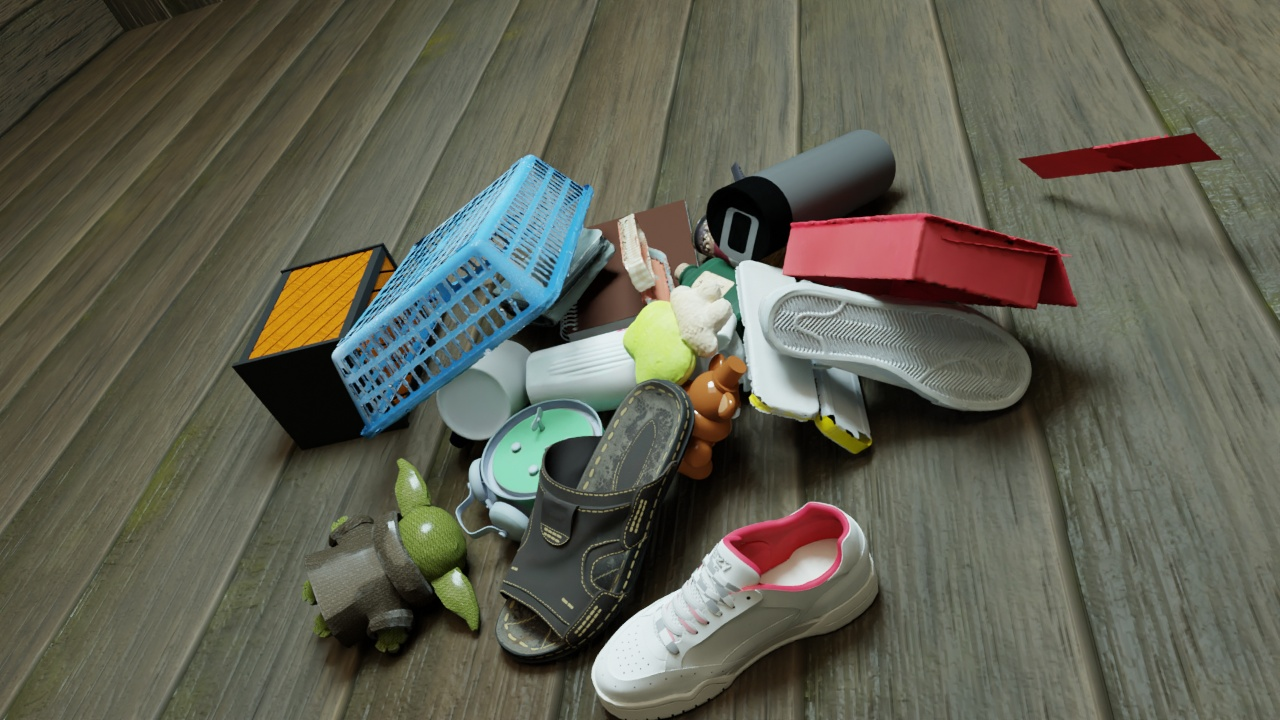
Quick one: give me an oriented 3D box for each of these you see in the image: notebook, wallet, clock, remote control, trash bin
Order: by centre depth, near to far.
[{"bbox_3d":[-0.102,0.108,0.870,0.161,0.075,0.122,-34,41,-12],"label":"clock"},{"bbox_3d":[-0.349,-0.017,1.076,0.140,0.140,0.171,-12,41,13],"label":"trash bin"},{"bbox_3d":[-0.100,-0.102,1.081,0.100,0.054,0.131,18,64,43],"label":"wallet"},{"bbox_3d":[-0.016,-0.112,1.115,0.172,0.022,0.208,-15,41,8],"label":"notebook"},{"bbox_3d":[0.129,-0.200,1.133,0.015,0.032,0.136,-25,38,15],"label":"remote control"}]

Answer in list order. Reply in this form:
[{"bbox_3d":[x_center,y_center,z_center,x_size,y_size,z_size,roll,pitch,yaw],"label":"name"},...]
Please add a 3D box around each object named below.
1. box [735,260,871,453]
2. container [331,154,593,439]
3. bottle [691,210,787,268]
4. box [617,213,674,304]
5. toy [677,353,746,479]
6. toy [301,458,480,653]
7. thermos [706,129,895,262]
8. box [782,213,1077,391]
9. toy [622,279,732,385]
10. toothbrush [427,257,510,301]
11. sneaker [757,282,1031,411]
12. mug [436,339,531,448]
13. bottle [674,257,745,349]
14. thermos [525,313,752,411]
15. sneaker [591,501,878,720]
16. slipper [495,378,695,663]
[{"bbox_3d":[0.150,-0.011,0.857,0.036,0.129,0.209,-54,23,37],"label":"box"},{"bbox_3d":[-0.190,-0.096,1.000,0.258,0.089,0.361,-34,21,18],"label":"container"},{"bbox_3d":[0.112,-0.134,1.048,0.056,0.056,0.105,-40,43,-18],"label":"bottle"},{"bbox_3d":[0.006,-0.105,0.996,0.042,0.083,0.186,-27,25,9],"label":"box"},{"bbox_3d":[0.061,0.046,0.823,0.065,0.128,0.094,15,42,-23],"label":"toy"},{"bbox_3d":[-0.232,0.192,0.837,0.152,0.078,0.179,-27,64,-10],"label":"toy"},{"bbox_3d":[0.177,-0.180,0.989,0.082,0.082,0.239,20,37,40],"label":"thermos"},{"bbox_3d":[0.237,-0.083,0.807,0.164,0.153,0.215,-36,17,-11],"label":"box"},{"bbox_3d":[0.034,-0.024,0.831,0.115,0.046,0.092,-39,50,23],"label":"toy"},{"bbox_3d":[-0.258,-0.098,1.217,0.189,0.017,0.016,-26,39,-3],"label":"toothbrush"},{"bbox_3d":[0.219,-0.021,0.807,0.242,0.089,0.090,14,12,-5],"label":"sneaker"},{"bbox_3d":[-0.164,0.042,0.960,0.078,0.112,0.096,32,21,1],"label":"mug"},{"bbox_3d":[0.083,-0.068,0.977,0.061,0.061,0.131,-37,47,-14],"label":"bottle"},{"bbox_3d":[-0.005,0.005,0.924,0.221,0.099,0.099,-11,41,20],"label":"thermos"},{"bbox_3d":[0.062,0.178,0.691,0.236,0.104,0.090,-24,40,0],"label":"sneaker"},{"bbox_3d":[-0.045,0.129,0.771,0.113,0.075,0.267,25,82,41],"label":"slipper"}]
